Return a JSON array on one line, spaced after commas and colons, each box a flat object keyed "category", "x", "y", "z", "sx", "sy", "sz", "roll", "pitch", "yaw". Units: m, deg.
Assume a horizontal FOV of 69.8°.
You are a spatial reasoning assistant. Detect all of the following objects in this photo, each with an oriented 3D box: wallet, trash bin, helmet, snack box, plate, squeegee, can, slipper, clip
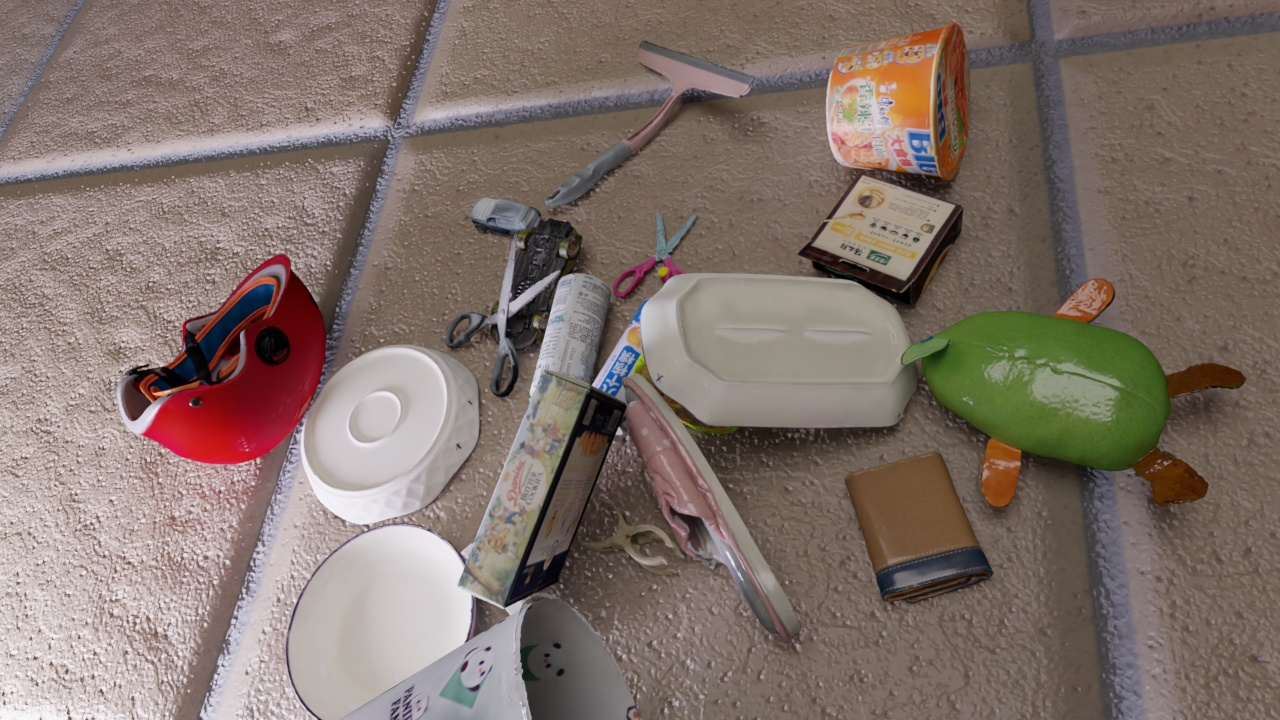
[{"category": "wallet", "x": 0.229, "y": 0.139, "z": 0.768, "sx": 0.090, "sy": 0.033, "sz": 0.115, "roll": -17, "pitch": 56, "yaw": 6}, {"category": "trash bin", "x": -0.135, "y": 0.330, "z": 0.675, "sx": 0.252, "sy": 0.229, "sz": 0.229, "roll": -28, "pitch": 55, "yaw": 8}, {"category": "helmet", "x": -0.426, "y": 0.014, "z": 0.998, "sx": 0.207, "sy": 0.144, "sz": 0.239, "roll": 4, "pitch": 50, "yaw": 46}, {"category": "snack box", "x": 0.235, "y": -0.116, "z": 0.900, "sx": 0.113, "sy": 0.053, "sz": 0.125, "roll": 27, "pitch": 69, "yaw": 30}, {"category": "plate", "x": 0.132, "y": -0.018, "z": 0.813, "sx": 0.265, "sy": 0.034, "sz": 0.161, "roll": 2, "pitch": 58, "yaw": -15}, {"category": "plate", "x": -0.271, "y": 0.069, "z": 0.973, "sx": 0.205, "sy": 0.045, "sz": 0.204, "roll": -9, "pitch": 58, "yaw": 14}, {"category": "squeegee", "x": -0.016, "y": -0.261, "z": 1.084, "sx": 0.249, "sy": 0.040, "sz": 0.247, "roll": -44, "pitch": 41, "yaw": -3}, {"category": "snack box", "x": -0.076, "y": 0.106, "z": 0.775, "sx": 0.046, "sy": 0.178, "sz": 0.182, "roll": 22, "pitch": 86, "yaw": 10}, {"category": "can", "x": -0.072, "y": -0.016, "z": 0.946, "sx": 0.058, "sy": 0.058, "sz": 0.146, "roll": 1, "pitch": 61, "yaw": 19}, {"category": "plate", "x": -0.236, "y": 0.249, "z": 0.857, "sx": 0.193, "sy": 0.039, "sz": 0.192, "roll": -9, "pitch": 59, "yaw": 14}, {"category": "slipper", "x": 0.046, "y": 0.126, "z": 0.793, "sx": 0.054, "sy": 0.114, "sz": 0.274, "roll": -30, "pitch": 62, "yaw": -5}, {"category": "can", "x": -0.005, "y": 0.005, "z": 0.913, "sx": 0.053, "sy": 0.053, "sz": 0.134, "roll": 21, "pitch": 69, "yaw": 28}, {"category": "clip", "x": -0.008, "y": 0.164, "z": 0.834, "sx": 0.100, "sy": 0.034, "sz": 0.070, "roll": 20, "pitch": 70, "yaw": 33}]

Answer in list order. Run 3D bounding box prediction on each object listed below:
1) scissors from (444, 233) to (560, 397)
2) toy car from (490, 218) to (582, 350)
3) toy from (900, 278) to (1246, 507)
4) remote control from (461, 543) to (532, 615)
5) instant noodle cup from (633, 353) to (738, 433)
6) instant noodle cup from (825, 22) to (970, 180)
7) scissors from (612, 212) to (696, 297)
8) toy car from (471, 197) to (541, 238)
[{"category": "scissors", "x": -0.145, "y": -0.045, "z": 0.976, "sx": 0.179, "sy": 0.014, "sz": 0.159, "roll": -31, "pitch": 67, "yaw": 31}, {"category": "toy car", "x": -0.115, "y": -0.083, "z": 1.008, "sx": 0.070, "sy": 0.042, "sz": 0.158, "roll": 16, "pitch": 79, "yaw": 28}, {"category": "toy", "x": 0.347, "y": 0.024, "z": 0.760, "sx": 0.247, "sy": 0.090, "sz": 0.226, "roll": 23, "pitch": 69, "yaw": 32}, {"category": "remote control", "x": -0.116, "y": 0.215, "z": 0.830, "sx": 0.024, "sy": 0.049, "sz": 0.125, "roll": -41, "pitch": 57, "yaw": -11}, {"category": "instant noodle cup", "x": 0.070, "y": -0.012, "z": 0.873, "sx": 0.112, "sy": 0.112, "sz": 0.123, "roll": 17, "pitch": 59, "yaw": 27}, {"category": "instant noodle cup", "x": 0.261, "y": -0.258, "z": 0.928, "sx": 0.112, "sy": 0.151, "sz": 0.151, "roll": 6, "pitch": 62, "yaw": 30}, {"category": "scissors", "x": 0.016, "y": -0.111, "z": 1.000, "sx": 0.118, "sy": 0.017, "sz": 0.133, "roll": -16, "pitch": 52, "yaw": 14}, {"category": "toy car", "x": -0.161, "y": -0.171, "z": 1.084, "sx": 0.091, "sy": 0.034, "sz": 0.042, "roll": 16, "pitch": 70, "yaw": 28}]
